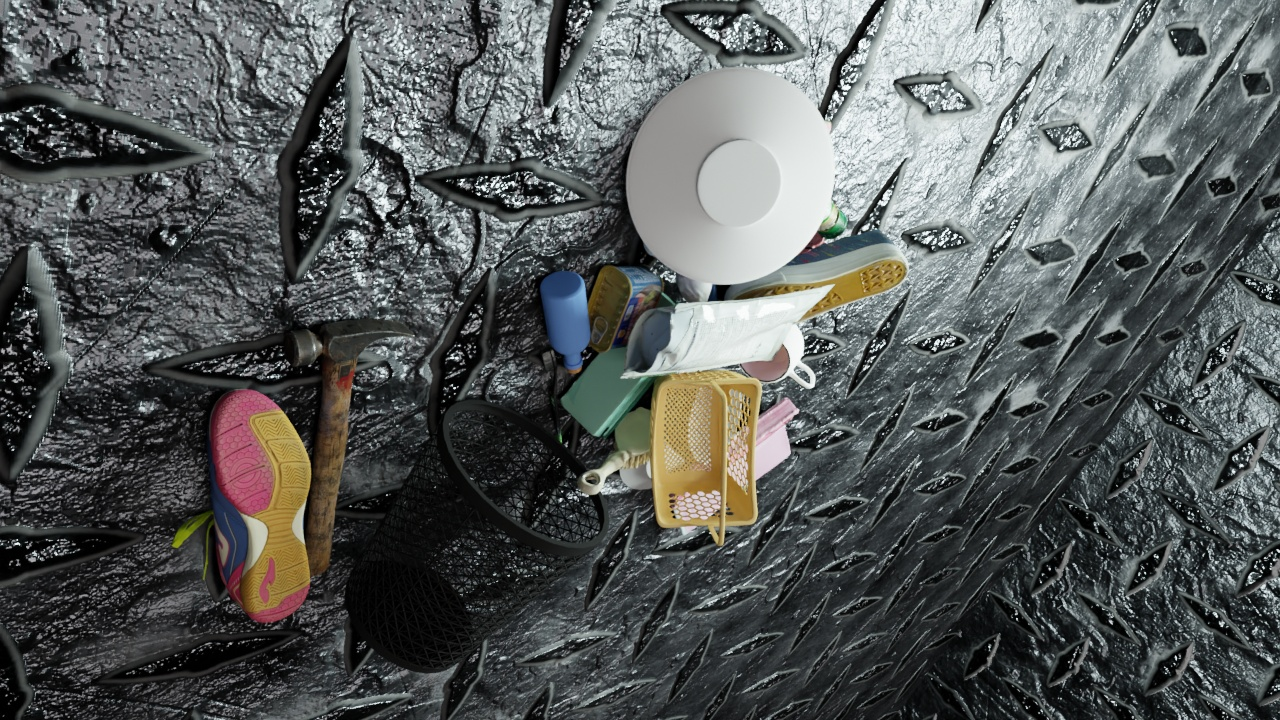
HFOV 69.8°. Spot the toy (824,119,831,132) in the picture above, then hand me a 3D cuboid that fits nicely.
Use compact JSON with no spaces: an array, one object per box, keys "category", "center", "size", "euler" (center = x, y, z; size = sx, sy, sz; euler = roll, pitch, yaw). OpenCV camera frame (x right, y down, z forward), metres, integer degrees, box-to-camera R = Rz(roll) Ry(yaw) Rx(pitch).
[{"category":"toy","center":[0.188,-0.239,1.084],"size":[0.087,0.050,0.112],"euler":[16,108,-49]}]

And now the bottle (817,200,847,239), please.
[{"category":"bottle","center":[0.223,-0.192,1.165],"size":[0.043,0.042,0.110],"euler":[-52,142,9]}]

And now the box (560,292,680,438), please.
[{"category":"box","center":[-0.004,0.008,1.124],"size":[0.189,0.077,0.079],"euler":[-52,160,9]}]

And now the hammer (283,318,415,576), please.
[{"category":"hammer","center":[-0.314,0.100,0.947],"size":[0.119,0.033,0.331],"euler":[-11,133,-38]}]

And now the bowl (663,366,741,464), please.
[{"category":"bowl","center":[0.075,0.070,1.242],"size":[0.131,0.064,0.132],"euler":[-22,118,-49]}]

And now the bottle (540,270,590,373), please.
[{"category":"bottle","center":[-0.080,-0.036,1.021],"size":[0.048,0.048,0.131],"euler":[-28,140,-21]}]

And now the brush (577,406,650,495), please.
[{"category":"brush","center":[-0.028,0.119,1.120],"size":[0.271,0.062,0.077],"euler":[-35,133,-74]}]

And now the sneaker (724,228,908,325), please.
[{"category":"sneaker","center":[0.222,-0.110,1.192],"size":[0.235,0.079,0.087],"euler":[-15,137,6]}]

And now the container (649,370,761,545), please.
[{"category":"container","center":[0.075,0.109,1.093],"size":[0.129,0.167,0.183],"euler":[-2,105,-8]}]

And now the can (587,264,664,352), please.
[{"category":"can","center":[-0.021,-0.060,1.047],"size":[0.058,0.054,0.100],"euler":[-9,131,-47]}]

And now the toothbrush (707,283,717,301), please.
[{"category":"toothbrush","center":[0.097,-0.068,1.184],"size":[0.016,0.017,0.190],"euler":[-33,142,-17]}]

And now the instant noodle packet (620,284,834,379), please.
[{"category":"instant noodle packet","center":[0.105,-0.036,1.080],"size":[0.268,0.057,0.147],"euler":[-9,149,-43]}]

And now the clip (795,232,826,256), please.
[{"category":"clip","center":[0.226,-0.144,1.232],"size":[0.057,0.022,0.035],"euler":[-39,146,2]}]

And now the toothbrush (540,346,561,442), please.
[{"category":"toothbrush","center":[-0.105,0.054,1.114],"size":[0.017,0.014,0.188],"euler":[-16,136,-15]}]

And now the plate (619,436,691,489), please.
[{"category":"plate","center":[0.047,0.126,1.323],"size":[0.172,0.019,0.173],"euler":[-25,140,-24]}]

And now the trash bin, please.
[{"category":"trash bin","center":[-0.195,0.207,1.028],"size":[0.244,0.217,0.216],"euler":[-50,144,18]}]

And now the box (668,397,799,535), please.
[{"category":"box","center":[0.138,0.160,1.421],"size":[0.232,0.055,0.180],"euler":[-34,152,-15]}]

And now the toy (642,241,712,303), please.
[{"category":"toy","center":[0.109,-0.163,1.039],"size":[0.209,0.085,0.137],"euler":[-39,117,4]}]

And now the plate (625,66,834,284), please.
[{"category":"plate","center":[0.100,-0.187,0.962],"size":[0.229,0.030,0.230],"euler":[-4,111,-10]}]

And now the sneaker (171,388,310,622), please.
[{"category":"sneaker","center":[-0.386,0.137,0.886],"size":[0.116,0.091,0.242],"euler":[-16,116,-41]}]

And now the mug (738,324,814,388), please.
[{"category":"mug","center":[0.189,-0.008,1.248],"size":[0.090,0.124,0.076],"euler":[-51,-179,34]}]
